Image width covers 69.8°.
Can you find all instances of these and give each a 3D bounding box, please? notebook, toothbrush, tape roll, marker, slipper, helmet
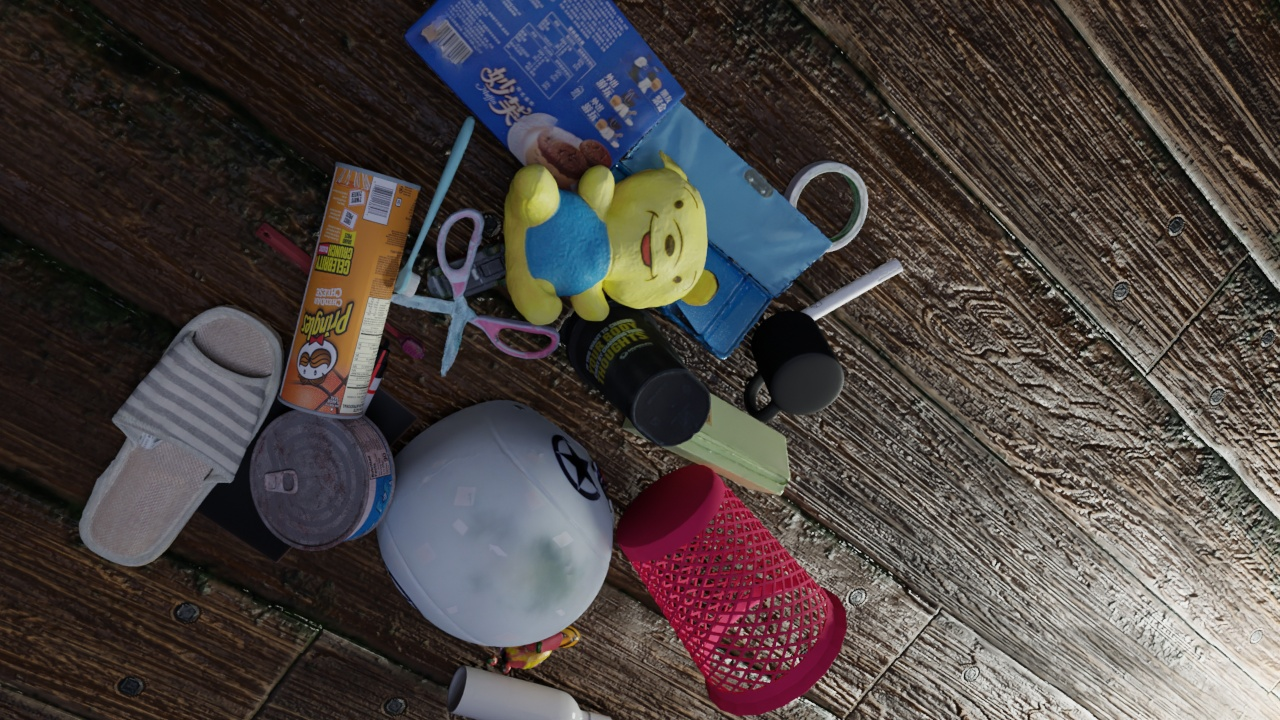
[{"bbox_3d":[-0.343,0.087,0.900,0.209,0.008,0.141,-45,115,2],"label":"notebook"},{"bbox_3d":[-0.183,-0.141,0.830,0.016,0.016,0.180,30,74,-45],"label":"toothbrush"},{"bbox_3d":[0.195,-0.162,0.969,0.093,0.018,0.094,-5,110,-15],"label":"tape roll"},{"bbox_3d":[-0.274,0.044,0.889,0.019,0.019,0.146,24,101,-23],"label":"marker"},{"bbox_3d":[-0.424,0.075,0.843,0.114,0.054,0.273,30,97,-20],"label":"slipper"},{"bbox_3d":[-0.133,0.186,0.917,0.236,0.163,0.264,-33,116,-2],"label":"helmet"},{"bbox_3d":[-0.278,-0.062,0.862,0.016,0.016,0.190,-47,115,4],"label":"toothbrush"},{"bbox_3d":[0.229,-0.074,1.010,0.133,0.020,0.017,-30,124,-5],"label":"marker"}]

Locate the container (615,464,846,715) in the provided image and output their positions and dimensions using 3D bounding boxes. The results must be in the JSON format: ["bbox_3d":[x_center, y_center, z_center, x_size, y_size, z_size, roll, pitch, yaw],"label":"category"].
[{"bbox_3d":[0.088,0.239,1.005,0.183,0.183,0.226,-37,108,-2],"label":"container"}]

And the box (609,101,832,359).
[{"bbox_3d":[0.058,-0.125,0.927,0.231,0.047,0.177,38,103,-25],"label":"box"}]

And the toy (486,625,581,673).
[{"bbox_3d":[-0.115,0.311,1.015,0.103,0.084,0.046,-10,80,-31],"label":"toy"}]

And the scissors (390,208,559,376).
[{"bbox_3d":[-0.154,-0.057,0.868,0.170,0.013,0.173,12,114,-12],"label":"scissors"}]

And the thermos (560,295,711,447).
[{"bbox_3d":[-0.005,0.005,0.857,0.098,0.221,0.098,-6,110,-17],"label":"thermos"}]

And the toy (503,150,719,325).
[{"bbox_3d":[-0.027,-0.110,0.824,0.213,0.084,0.149,-12,117,-34],"label":"toy"}]

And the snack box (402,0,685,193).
[{"bbox_3d":[-0.085,-0.264,0.819,0.155,0.069,0.202,-44,115,2],"label":"snack box"}]

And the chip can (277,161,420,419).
[{"bbox_3d":[-0.260,-0.061,0.819,0.075,0.075,0.215,14,96,-21],"label":"chip can"}]

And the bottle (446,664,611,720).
[{"bbox_3d":[-0.122,0.400,1.056,0.195,0.052,0.052,24,101,-23],"label":"bottle"}]

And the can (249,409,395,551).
[{"bbox_3d":[-0.296,0.108,0.853,0.130,0.044,0.130,1,92,19],"label":"can"}]

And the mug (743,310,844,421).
[{"bbox_3d":[0.154,0.015,0.977,0.078,0.087,0.114,32,113,-25],"label":"mug"}]

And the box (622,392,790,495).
[{"bbox_3d":[0.078,0.089,0.996,0.188,0.077,0.090,30,97,-25],"label":"box"}]

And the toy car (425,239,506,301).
[{"bbox_3d":[-0.161,-0.085,0.878,0.091,0.036,0.042,-25,116,-6],"label":"toy car"}]
